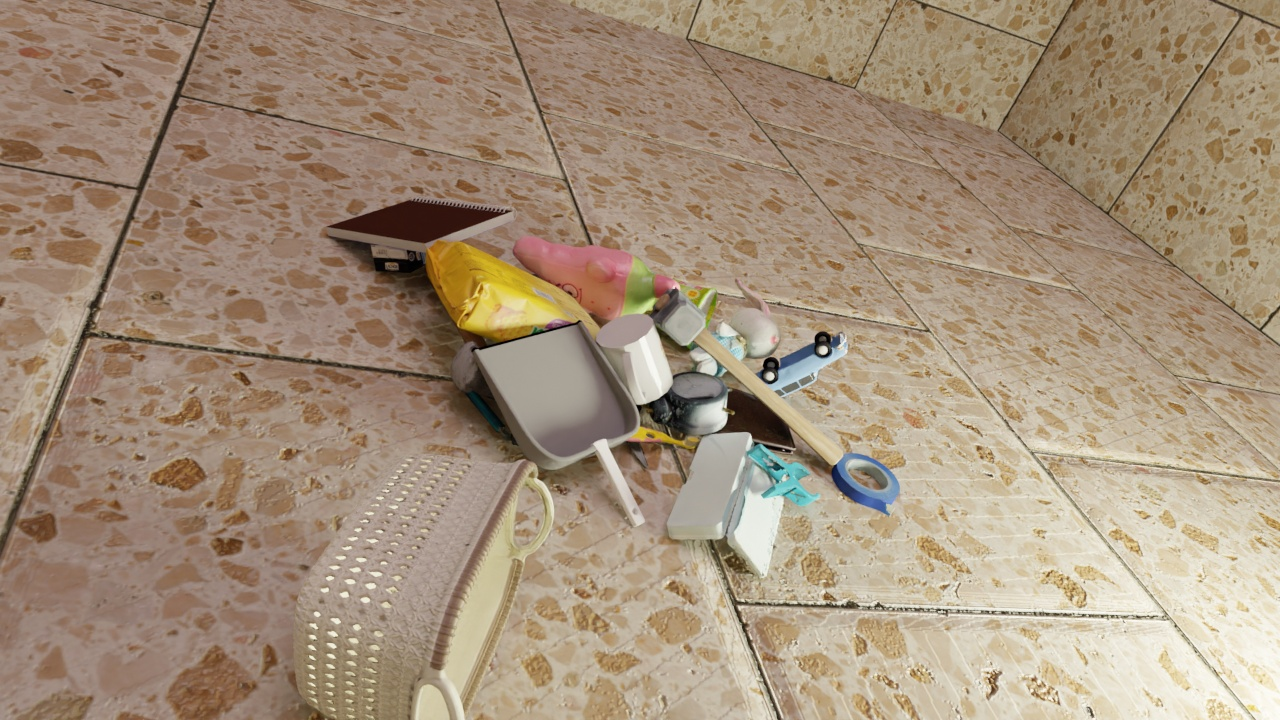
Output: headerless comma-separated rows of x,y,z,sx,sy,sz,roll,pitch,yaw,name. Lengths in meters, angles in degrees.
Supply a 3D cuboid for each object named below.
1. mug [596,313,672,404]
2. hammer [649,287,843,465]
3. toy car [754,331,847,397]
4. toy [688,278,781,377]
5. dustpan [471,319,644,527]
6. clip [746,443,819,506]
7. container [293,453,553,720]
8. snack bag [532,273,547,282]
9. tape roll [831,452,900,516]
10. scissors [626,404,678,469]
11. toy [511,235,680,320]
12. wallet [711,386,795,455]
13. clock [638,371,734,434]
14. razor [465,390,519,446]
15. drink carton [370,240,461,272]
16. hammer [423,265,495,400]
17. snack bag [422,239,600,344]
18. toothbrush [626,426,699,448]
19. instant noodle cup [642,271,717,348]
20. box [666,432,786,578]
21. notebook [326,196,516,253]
-0.007,0.007,1.147,0.073,0.090,0.105,-14,32,10,mug
0.144,0.027,1.202,0.323,0.051,0.117,41,7,-13,hammer
0.230,0.009,1.316,0.055,0.154,0.056,58,20,-12,toy car
0.142,-0.033,1.323,0.106,0.131,0.204,1,25,40,toy
-0.067,0.076,1.049,0.162,0.033,0.257,-18,76,-43,dustpan
0.174,0.134,1.132,0.126,0.028,0.113,32,38,-40,clip
-0.171,0.187,0.748,0.143,0.185,0.245,13,30,4,container
-0.126,-0.111,1.374,0.074,0.018,0.154,38,35,23,snack bag
0.303,0.161,1.234,0.091,0.016,0.092,26,31,5,tape roll
-0.052,0.061,1.155,0.203,0.015,0.201,12,32,-30,scissors
-0.066,-0.116,1.276,0.236,0.192,0.096,19,75,-2,toy
0.147,0.080,1.248,0.120,0.031,0.099,14,36,-16,wallet
0.056,0.054,1.191,0.129,0.052,0.090,2,29,0,clock
-0.177,0.061,1.079,0.144,0.022,0.042,39,12,33,razor
-0.314,-0.161,1.291,0.064,0.040,0.129,5,24,24,drink carton
-0.226,-0.048,1.175,0.098,0.052,0.328,22,19,-39,hammer
-0.154,-0.068,1.165,0.247,0.068,0.159,24,17,-37,snack bag
0.018,0.095,1.137,0.135,0.016,0.021,11,48,-34,toothbrush
0.047,-0.083,1.377,0.108,0.099,0.098,25,30,18,instant noodle cup
0.109,0.164,1.089,0.125,0.075,0.196,41,32,-6,box
-0.305,-0.194,1.288,0.209,0.022,0.171,13,30,35,notebook
